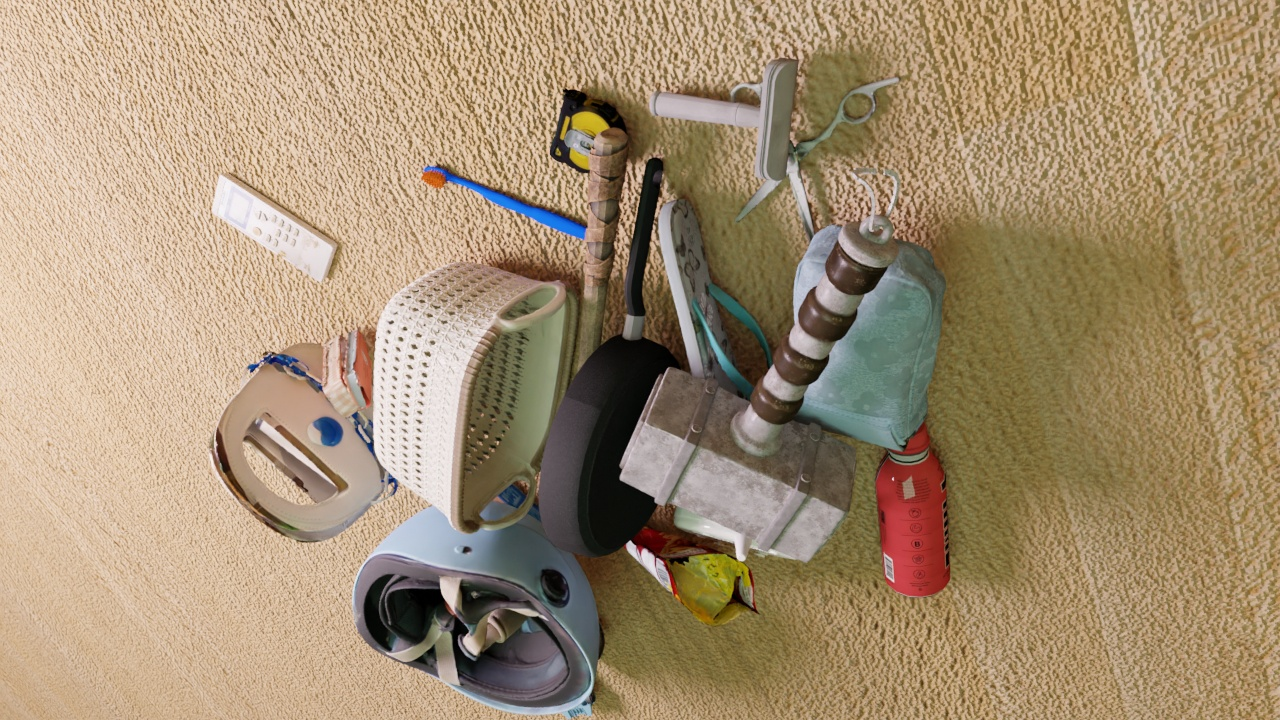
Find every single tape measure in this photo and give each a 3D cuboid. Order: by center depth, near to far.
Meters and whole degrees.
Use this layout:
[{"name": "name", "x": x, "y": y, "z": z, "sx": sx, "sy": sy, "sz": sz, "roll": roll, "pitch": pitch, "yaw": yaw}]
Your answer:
[{"name": "tape measure", "x": -0.043, "y": -0.188, "z": 0.770, "sx": 0.061, "sy": 0.034, "sz": 0.062, "roll": 21, "pitch": 126, "yaw": 5}]

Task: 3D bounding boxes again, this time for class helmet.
[{"name": "helmet", "x": -0.151, "y": 0.249, "z": 0.960, "sx": 0.265, "sy": 0.166, "sz": 0.226, "roll": 40, "pitch": 130, "yaw": -9}]

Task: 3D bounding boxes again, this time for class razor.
[{"name": "razor", "x": 0.061, "y": -0.194, "z": 0.715, "sx": 0.116, "sy": 0.047, "sz": 0.088, "roll": 15, "pitch": 119, "yaw": 24}]

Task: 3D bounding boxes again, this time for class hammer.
[{"name": "hammer", "x": 0.113, "y": 0.005, "z": 0.664, "sx": 0.177, "sy": 0.079, "sz": 0.327, "roll": 24, "pitch": 132, "yaw": 1}, {"name": "hammer", "x": -0.041, "y": -0.045, "z": 0.810, "sx": 0.049, "sy": 0.121, "sz": 0.319, "roll": 15, "pitch": 123, "yaw": 11}]

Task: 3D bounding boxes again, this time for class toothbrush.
[{"name": "toothbrush", "x": -0.118, "y": -0.140, "z": 0.838, "sx": 0.182, "sy": 0.018, "sz": 0.016, "roll": 23, "pitch": 150, "yaw": 7}]

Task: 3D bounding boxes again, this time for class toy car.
[{"name": "toy car", "x": -0.095, "y": 0.401, "z": 1.163, "sx": 0.060, "sy": 0.027, "sz": 0.108, "roll": -21, "pitch": 101, "yaw": 30}]

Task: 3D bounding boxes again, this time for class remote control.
[{"name": "remote control", "x": -0.377, "y": -0.136, "z": 0.944, "sx": 0.136, "sy": 0.011, "sz": 0.050, "roll": 33, "pitch": 126, "yaw": -1}]

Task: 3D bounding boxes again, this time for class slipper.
[{"name": "slipper", "x": 0.075, "y": -0.011, "z": 0.797, "sx": 0.055, "sy": 0.098, "sz": 0.269, "roll": -7, "pitch": 116, "yaw": 26}]

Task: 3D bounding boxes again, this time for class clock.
[{"name": "clock", "x": 0.095, "y": 0.152, "z": 0.862, "sx": 0.125, "sy": 0.072, "sz": 0.161, "roll": 15, "pitch": 168, "yaw": 3}]

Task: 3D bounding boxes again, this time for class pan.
[{"name": "pan", "x": -0.005, "y": 0.005, "z": 0.803, "sx": 0.044, "sy": 0.203, "sz": 0.356, "roll": 17, "pitch": 104, "yaw": 25}]

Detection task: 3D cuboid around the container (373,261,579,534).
[{"name": "container", "x": -0.156, "y": 0.028, "z": 0.866, "sx": 0.143, "sy": 0.184, "sz": 0.247, "roll": 24, "pitch": 125, "yaw": 17}]

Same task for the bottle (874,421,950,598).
[{"name": "bottle", "x": 0.249, "y": 0.133, "z": 0.843, "sx": 0.062, "sy": 0.062, "sz": 0.177, "roll": -1, "pitch": 120, "yaw": 21}]

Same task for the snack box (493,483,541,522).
[{"name": "snack box", "x": -0.180, "y": 0.199, "z": 1.064, "sx": 0.087, "sy": 0.034, "sz": 0.152, "roll": 43, "pitch": 125, "yaw": -9}]

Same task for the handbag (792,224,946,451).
[{"name": "handbag", "x": 0.180, "y": -0.021, "z": 0.741, "sx": 0.122, "sy": 0.118, "sz": 0.192, "roll": 14, "pitch": 132, "yaw": 23}]

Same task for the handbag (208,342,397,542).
[{"name": "handbag", "x": -0.343, "y": 0.085, "z": 0.956, "sx": 0.200, "sy": 0.199, "sz": 0.093, "roll": 42, "pitch": 121, "yaw": -11}]

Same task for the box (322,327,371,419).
[{"name": "box", "x": -0.293, "y": 0.012, "z": 0.904, "sx": 0.056, "sy": 0.187, "sz": 0.059, "roll": 9, "pitch": 102, "yaw": -19}]

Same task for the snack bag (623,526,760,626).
[{"name": "snack bag", "x": 0.027, "y": 0.204, "z": 0.919, "sx": 0.139, "sy": 0.066, "sz": 0.208, "roll": 36, "pitch": 167, "yaw": -17}]

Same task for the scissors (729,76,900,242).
[{"name": "scissors", "x": 0.131, "y": -0.170, "z": 0.728, "sx": 0.175, "sy": 0.014, "sz": 0.141, "roll": -31, "pitch": 103, "yaw": 31}]

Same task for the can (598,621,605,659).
[{"name": "can", "x": -0.098, "y": 0.339, "z": 1.087, "sx": 0.090, "sy": 0.089, "sz": 0.075, "roll": 34, "pitch": 126, "yaw": -2}]
